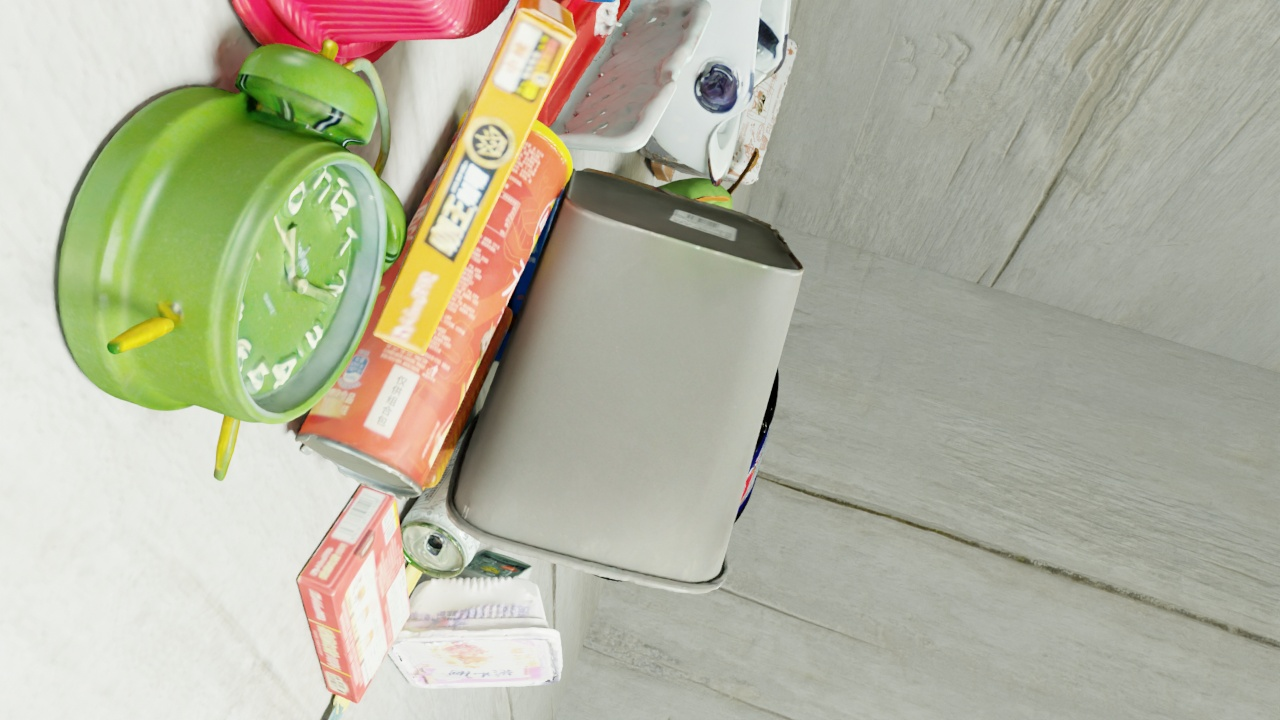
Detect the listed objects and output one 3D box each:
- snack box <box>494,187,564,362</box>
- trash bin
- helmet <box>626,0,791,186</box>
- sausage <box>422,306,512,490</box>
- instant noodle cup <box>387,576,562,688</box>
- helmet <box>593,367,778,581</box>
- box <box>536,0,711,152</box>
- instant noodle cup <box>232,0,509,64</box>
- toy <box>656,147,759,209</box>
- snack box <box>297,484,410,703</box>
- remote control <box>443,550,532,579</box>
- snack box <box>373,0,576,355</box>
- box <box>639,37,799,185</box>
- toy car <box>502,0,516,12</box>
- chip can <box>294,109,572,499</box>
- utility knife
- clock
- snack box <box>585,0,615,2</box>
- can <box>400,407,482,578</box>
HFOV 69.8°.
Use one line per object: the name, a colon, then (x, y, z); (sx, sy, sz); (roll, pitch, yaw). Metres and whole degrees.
snack box: (-0.087, -0.074, 0.756); (0.084, 0.026, 0.157); (-13, 121, -82)
trash bin: (-0.004, 0.004, 0.625); (0.198, 0.198, 0.220); (-95, -158, -69)
helmet: (0.059, -0.303, 0.830); (0.228, 0.146, 0.259); (-59, 172, -55)
sausage: (-0.131, 0.024, 0.680); (0.021, 0.021, 0.164); (92, 18, -66)
instant noodle cup: (-0.136, 0.232, 0.784); (0.174, 0.138, 0.060); (96, -8, -60)
helmet: (0.011, 0.045, 0.965); (0.314, 0.248, 0.241); (-52, 138, -55)
box: (-0.011, -0.229, 0.651); (0.095, 0.101, 0.200); (100, 10, -51)
instant noodle cup: (-0.081, -0.195, 0.343); (0.194, 0.066, 0.194); (21, 88, -83)
toy: (0.024, -0.140, 0.972); (0.246, 0.090, 0.228); (-31, -179, -35)
snack box: (-0.182, 0.155, 0.597); (0.153, 0.025, 0.075); (100, 11, -46)
remote control: (-0.146, 0.208, 0.888); (0.135, 0.056, 0.019); (30, 78, -82)
snack box: (-0.073, -0.083, 0.402); (0.154, 0.026, 0.075); (-60, -163, 22)
box: (0.069, -0.312, 1.116); (0.272, 0.130, 0.179); (30, -76, 68)
toy car: (-0.066, -0.240, 0.472); (0.121, 0.037, 0.054); (105, 6, -45)
chip can: (-0.107, -0.036, 0.504); (0.073, 0.073, 0.216); (91, 18, -66)
utility knife: (-0.199, 0.210, 0.677); (0.031, 0.020, 0.194); (91, 22, -48)
clock: (-0.134, -0.046, 0.337); (0.116, 0.056, 0.160); (98, 12, -59)
snack box: (-0.013, -0.329, 0.565); (0.058, 0.057, 0.207); (41, 67, -79)
can: (-0.131, 0.097, 0.714); (0.146, 0.058, 0.058); (-63, 169, -52)
